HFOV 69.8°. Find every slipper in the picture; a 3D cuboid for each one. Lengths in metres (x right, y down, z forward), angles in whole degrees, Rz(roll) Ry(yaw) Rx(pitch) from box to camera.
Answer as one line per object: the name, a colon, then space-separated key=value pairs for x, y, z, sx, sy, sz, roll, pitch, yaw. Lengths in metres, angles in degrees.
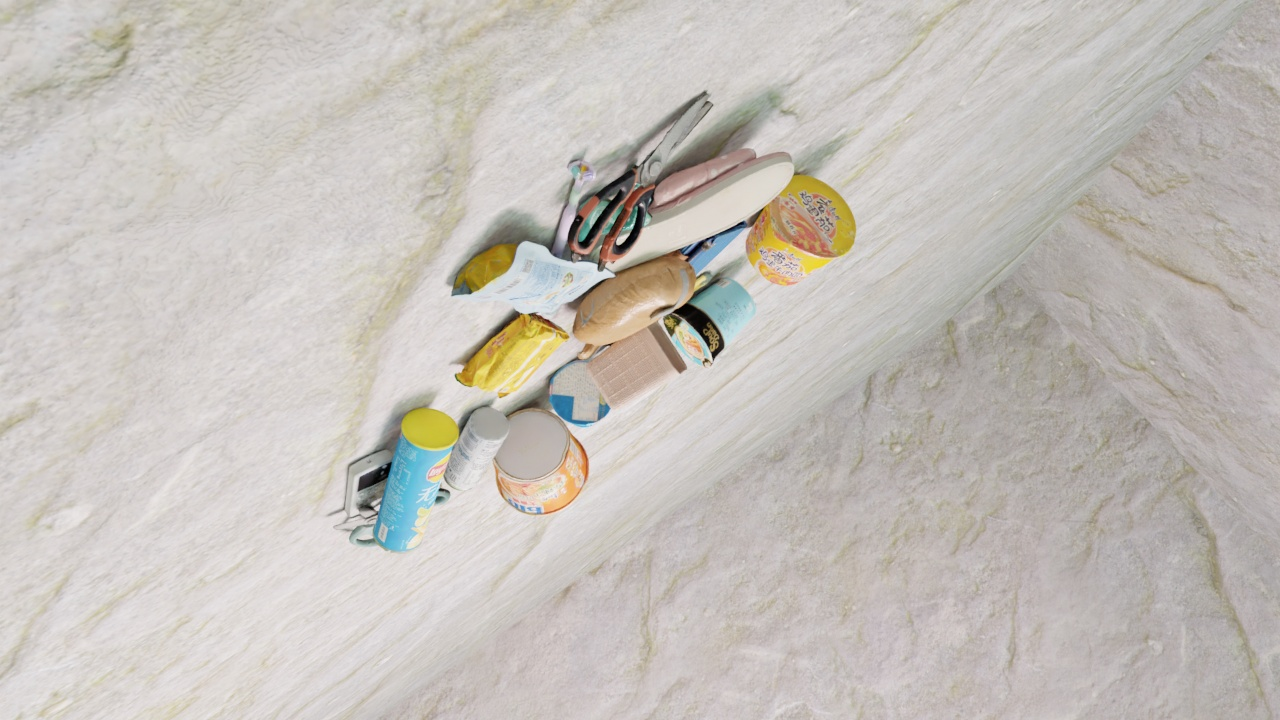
slipper: x=0.052 y=-0.183 z=1.087 sx=0.274 sy=0.054 sz=0.114 roll=-26 pitch=159 yaw=1

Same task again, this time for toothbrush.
toothbrush: x=-0.080 y=-0.145 z=0.987 sx=0.190 sy=0.029 sz=0.021 roll=118 pitch=-8 yaw=-56

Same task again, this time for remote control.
remote control: x=-0.365 y=0.168 z=1.235 sx=0.058 sy=0.021 sz=0.150 roll=-27 pitch=161 yaw=-32

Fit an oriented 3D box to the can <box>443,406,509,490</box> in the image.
can: x=-0.238 y=0.129 z=1.321 sx=0.058 sy=0.058 sz=0.147 roll=-22 pitch=157 yaw=-41

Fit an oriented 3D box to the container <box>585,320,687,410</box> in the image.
container: x=-0.008 y=0.008 z=1.297 sx=0.111 sy=0.090 sz=0.089 roll=-34 pitch=178 yaw=13

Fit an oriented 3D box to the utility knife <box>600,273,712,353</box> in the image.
utility knife: x=0.022 y=-0.071 z=1.401 sx=0.219 sy=0.022 sz=0.031 roll=-32 pitch=157 yaw=-3

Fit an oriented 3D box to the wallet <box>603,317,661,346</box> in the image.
wallet: x=-0.013 y=-0.064 z=1.317 sx=0.125 sy=0.032 sz=0.101 roll=-45 pitch=158 yaw=22

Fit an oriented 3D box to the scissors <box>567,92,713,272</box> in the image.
scissors: x=0.009 y=-0.187 z=0.979 sx=0.206 sy=0.015 sz=0.193 roll=-25 pitch=135 yaw=-27

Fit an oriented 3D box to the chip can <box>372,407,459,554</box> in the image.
chip can: x=-0.296 y=0.160 z=1.198 sx=0.071 sy=0.071 sz=0.211 roll=-20 pitch=144 yaw=-45

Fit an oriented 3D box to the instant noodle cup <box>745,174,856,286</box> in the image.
instant noodle cup: x=0.222 y=-0.180 z=1.322 sx=0.137 sy=0.138 sz=0.110 roll=-27 pitch=169 yaw=-32

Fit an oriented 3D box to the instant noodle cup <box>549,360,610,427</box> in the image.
instant noodle cup: x=-0.087 y=0.058 z=1.396 sx=0.099 sy=0.099 sz=0.110 roll=-35 pitch=171 yaw=-9

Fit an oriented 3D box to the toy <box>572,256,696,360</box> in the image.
toy: x=-0.029 y=-0.063 z=1.193 sx=0.227 sy=0.082 sz=0.143 roll=-31 pitch=166 yaw=37

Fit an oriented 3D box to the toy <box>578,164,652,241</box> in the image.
toy: x=-0.026 y=-0.166 z=1.006 sx=0.091 sy=0.030 sz=0.097 roll=-13 pitch=128 yaw=-25

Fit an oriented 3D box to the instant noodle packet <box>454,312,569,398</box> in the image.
instant noodle packet: x=-0.160 y=-0.006 z=1.150 sx=0.128 sy=0.044 sz=0.110 roll=-43 pitch=157 yaw=10

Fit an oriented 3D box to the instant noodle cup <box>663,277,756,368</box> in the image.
instant noodle cup: x=0.117 y=-0.066 z=1.454 sx=0.120 sy=0.111 sz=0.111 roll=-40 pitch=164 yaw=-16

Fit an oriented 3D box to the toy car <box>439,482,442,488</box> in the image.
toy car: x=-0.317 y=0.189 z=1.362 sx=0.042 sy=0.035 sz=0.090 roll=-35 pitch=161 yaw=-12

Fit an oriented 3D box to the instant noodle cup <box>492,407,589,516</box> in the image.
instant noodle cup: x=-0.159 y=0.148 z=1.399 sx=0.151 sy=0.151 sz=0.111 roll=-34 pitch=155 yaw=-12

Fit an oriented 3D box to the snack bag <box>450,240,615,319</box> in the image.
snack bag: x=-0.116 y=-0.086 z=1.013 sx=0.110 sy=0.039 sz=0.190 roll=-39 pitch=160 yaw=20

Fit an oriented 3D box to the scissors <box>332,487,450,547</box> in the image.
scissors: x=-0.351 y=0.223 z=1.322 sx=0.179 sy=0.019 sz=0.170 roll=-21 pitch=157 yaw=-12

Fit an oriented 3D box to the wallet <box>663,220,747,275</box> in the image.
wallet: x=0.074 y=-0.146 z=1.254 sx=0.133 sy=0.040 sz=0.106 roll=-43 pitch=167 yaw=37
